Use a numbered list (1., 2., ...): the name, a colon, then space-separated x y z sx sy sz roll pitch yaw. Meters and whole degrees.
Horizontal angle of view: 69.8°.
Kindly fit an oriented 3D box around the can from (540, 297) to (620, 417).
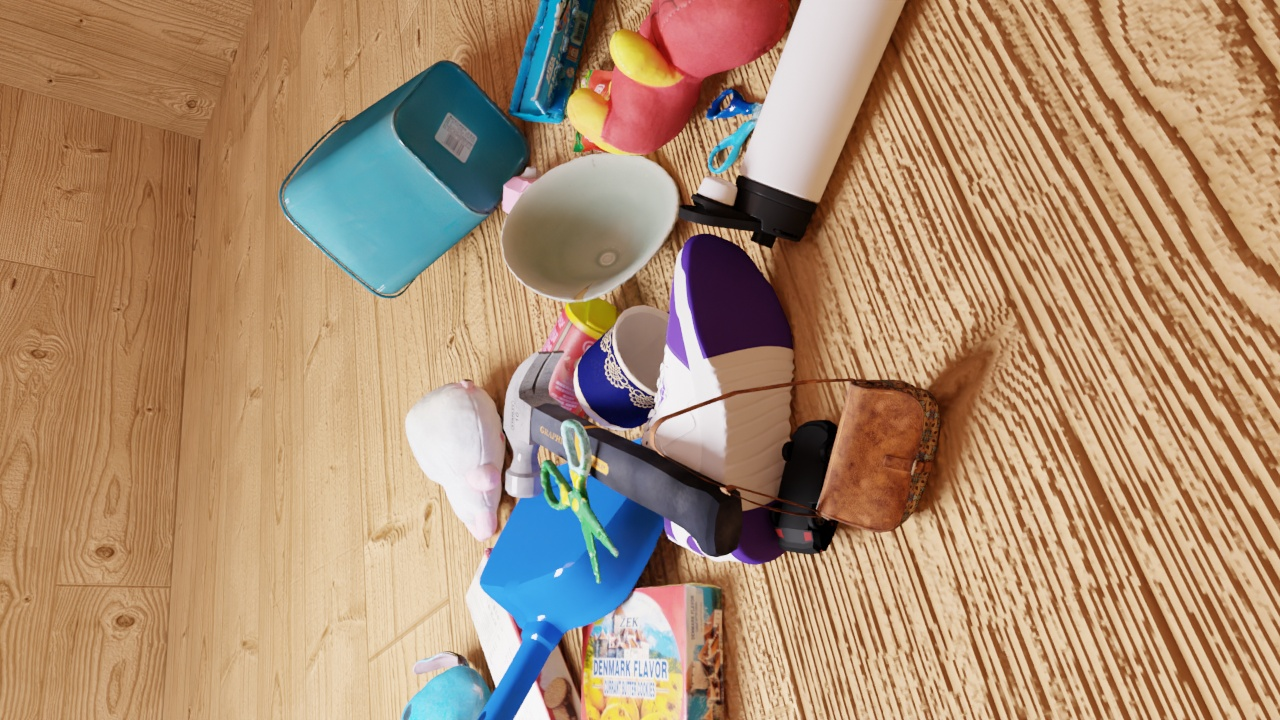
1. can: -0.064 0.005 0.869 0.125 0.066 0.066 -59 40 26

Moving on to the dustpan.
1. dustpan: -0.084 0.196 0.786 0.246 0.059 0.256 -24 27 49

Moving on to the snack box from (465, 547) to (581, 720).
1. snack box: -0.100 0.299 0.862 0.272 0.044 0.077 56 130 46

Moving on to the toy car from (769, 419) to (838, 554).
1. toy car: 0.118 0.086 0.624 0.042 0.036 0.091 -7 65 55

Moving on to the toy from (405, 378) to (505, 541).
1. toy: -0.192 0.109 1.000 0.139 0.101 0.179 -40 67 57

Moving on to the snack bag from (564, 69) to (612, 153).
1. snack bag: -0.042 -0.254 0.943 0.155 0.044 0.087 32 115 59

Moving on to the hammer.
1. hammer: -0.027 0.080 0.704 0.313 0.035 0.139 21 111 55

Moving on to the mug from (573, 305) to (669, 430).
1. mug: -0.005 0.005 0.787 0.090 0.085 0.111 -40 15 44

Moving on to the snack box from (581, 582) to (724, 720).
1. snack box: 0.006 0.254 0.727 0.143 0.040 0.144 -23 62 51

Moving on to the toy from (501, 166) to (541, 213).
1. toy: -0.107 -0.144 0.972 0.158 0.067 0.123 20 100 59

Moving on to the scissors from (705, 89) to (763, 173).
1. scissors: 0.097 -0.213 0.752 0.135 0.016 0.083 -27 57 49

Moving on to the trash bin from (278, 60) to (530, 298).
1. trash bin: -0.270 -0.221 1.094 0.219 0.199 0.196 -20 35 42

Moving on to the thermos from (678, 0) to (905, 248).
1. thermos: 0.112 -0.196 0.655 0.230 0.101 0.068 -69 22 14

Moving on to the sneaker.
1. sneaker: 0.049 0.033 0.695 0.111 0.091 0.244 -23 67 53

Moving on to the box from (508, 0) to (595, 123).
1. box: -0.076 -0.385 1.002 0.175 0.060 0.243 -146 71 -71

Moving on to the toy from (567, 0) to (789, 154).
1. toy: 0.039 -0.261 0.763 0.217 0.099 0.147 -37 12 38

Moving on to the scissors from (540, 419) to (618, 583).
1. scissors: -0.042 0.101 0.688 0.131 0.012 0.108 44 129 47

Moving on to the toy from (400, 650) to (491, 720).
1. toy: -0.198 0.408 0.917 0.224 0.099 0.192 -124 48 -62

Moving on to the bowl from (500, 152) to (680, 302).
1. bowl: -0.040 -0.111 0.860 0.174 0.068 0.174 -9 55 12

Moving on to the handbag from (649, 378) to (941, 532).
1. handbag: 0.095 0.050 0.528 0.043 0.195 0.093 25 104 60
